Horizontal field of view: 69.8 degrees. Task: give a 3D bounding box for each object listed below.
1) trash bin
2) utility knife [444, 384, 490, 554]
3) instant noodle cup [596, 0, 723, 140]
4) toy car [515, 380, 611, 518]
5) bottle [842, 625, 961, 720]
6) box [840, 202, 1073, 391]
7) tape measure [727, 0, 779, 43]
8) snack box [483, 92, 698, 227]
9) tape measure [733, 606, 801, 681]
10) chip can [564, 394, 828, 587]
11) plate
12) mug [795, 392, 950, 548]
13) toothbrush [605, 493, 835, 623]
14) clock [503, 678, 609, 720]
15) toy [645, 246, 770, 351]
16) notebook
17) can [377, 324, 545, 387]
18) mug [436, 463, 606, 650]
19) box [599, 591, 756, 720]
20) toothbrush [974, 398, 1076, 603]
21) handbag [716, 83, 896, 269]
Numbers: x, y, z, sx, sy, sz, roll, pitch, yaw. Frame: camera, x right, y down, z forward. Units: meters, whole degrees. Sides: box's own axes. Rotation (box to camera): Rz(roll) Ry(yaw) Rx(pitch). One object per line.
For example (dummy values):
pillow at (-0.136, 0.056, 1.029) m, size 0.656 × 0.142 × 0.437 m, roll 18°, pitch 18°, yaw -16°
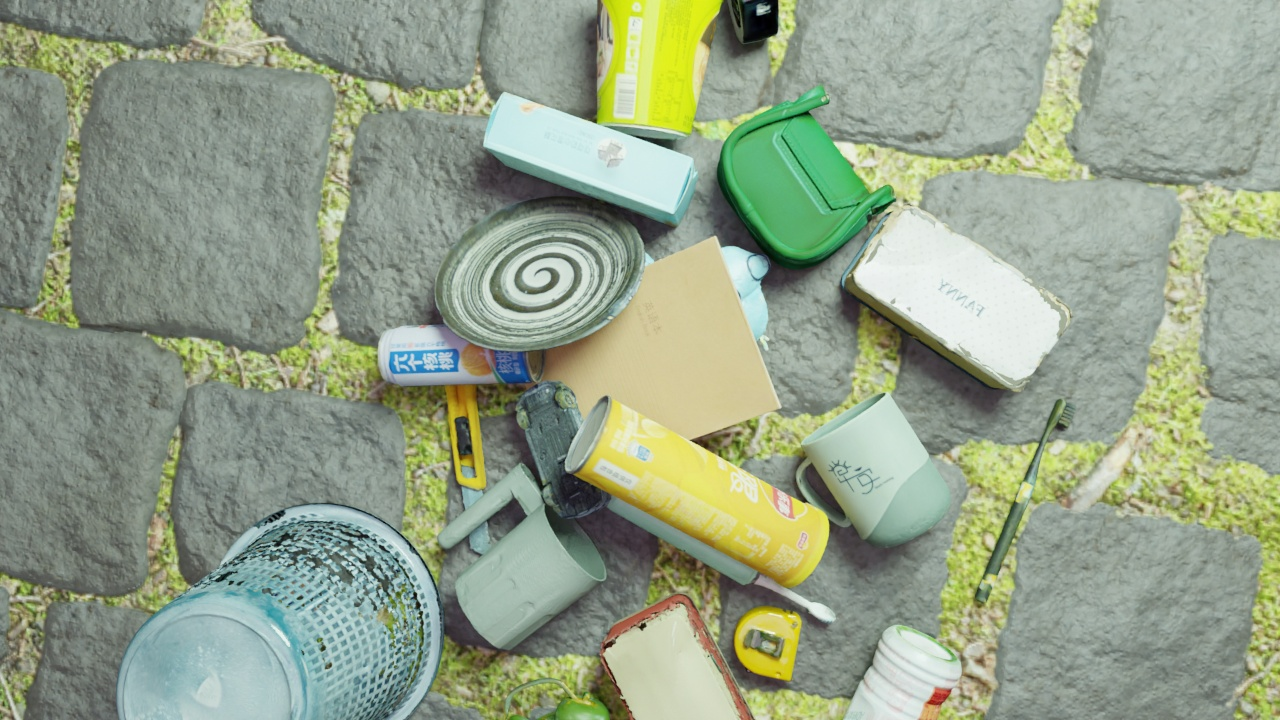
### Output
trash bin at (-0.297, 0.243, 0.746) m, size 0.226 × 0.195 × 0.226 m, roll 0°, pitch 91°, yaw 5°
utility knife at (-0.154, 0.071, 0.820) m, size 0.033 × 0.015 × 0.215 m, roll -7°, pitch 90°, yaw 8°
instant noodle cup at (0.009, -0.250, 0.764) m, size 0.112 × 0.111 × 0.123 m, roll 8°, pitch 99°, yaw 5°
toy car at (-0.065, 0.075, 0.783) m, size 0.054 × 0.036 × 0.120 m, roll -29°, pitch 75°, yaw 23°
bottle at (0.196, 0.322, 0.765) m, size 0.068 × 0.068 × 0.197 m, roll 24°, pitch 97°, yaw 5°
box at (0.253, -0.055, 0.760) m, size 0.184 × 0.061 × 0.090 m, roll 37°, pitch 93°, yaw 6°
tape measure at (0.094, -0.302, 0.770) m, size 0.033 × 0.066 × 0.065 m, roll -13°, pitch 62°, yaw 2°
snack box at (-0.040, -0.169, 0.779) m, size 0.175 × 0.074 × 0.051 m, roll 20°, pitch 91°, yaw 5°
tape measure at (0.109, 0.242, 0.789) m, size 0.057 × 0.029 × 0.060 m, roll 11°, pitch 91°, yaw 6°
chip can at (0.047, 0.108, 0.744) m, size 0.213 × 0.072 × 0.072 m, roll 29°, pitch 93°, yaw -13°
plate at (-0.083, -0.071, 0.771) m, size 0.179 × 0.024 × 0.179 m, roll -6°, pitch 50°, yaw 8°
mug at (0.186, 0.098, 0.761) m, size 0.112 × 0.082 × 0.106 m, roll -34°, pitch 88°, yaw 35°
toothbrush at (0.068, 0.168, 0.794) m, size 0.224 × 0.027 × 0.026 m, roll 29°, pitch 64°, yaw 5°
clock at (-0.069, 0.353, 0.793) m, size 0.116 × 0.056 × 0.161 m, roll -21°, pitch 88°, yaw 4°
toy at (0.035, -0.042, 0.786) m, size 0.156 × 0.049 × 0.161 m, roll 38°, pitch 100°, yaw 5°
notebook at (-0.005, 0.005, 0.776) m, size 0.212 × 0.012 × 0.149 m, roll -21°, pitch 89°, yaw 22°
can at (-0.152, -0.005, 0.784) m, size 0.135 × 0.053 × 0.053 m, roll -2°, pitch 90°, yaw 11°
mug at (-0.106, 0.168, 0.787) m, size 0.103 × 0.083 × 0.124 m, roll -40°, pitch 76°, yaw 6°
box at (0.040, 0.290, 0.772) m, size 0.091 × 0.077 × 0.168 m, roll -28°, pitch 88°, yaw 6°
toothbrush at (0.325, 0.120, 0.776) m, size 0.017 × 0.012 × 0.186 m, roll 22°, pitch 92°, yaw -6°
handbag at (0.133, -0.150, 0.765) m, size 0.120 × 0.068 × 0.131 m, roll -36°, pitch 87°, yaw 4°
